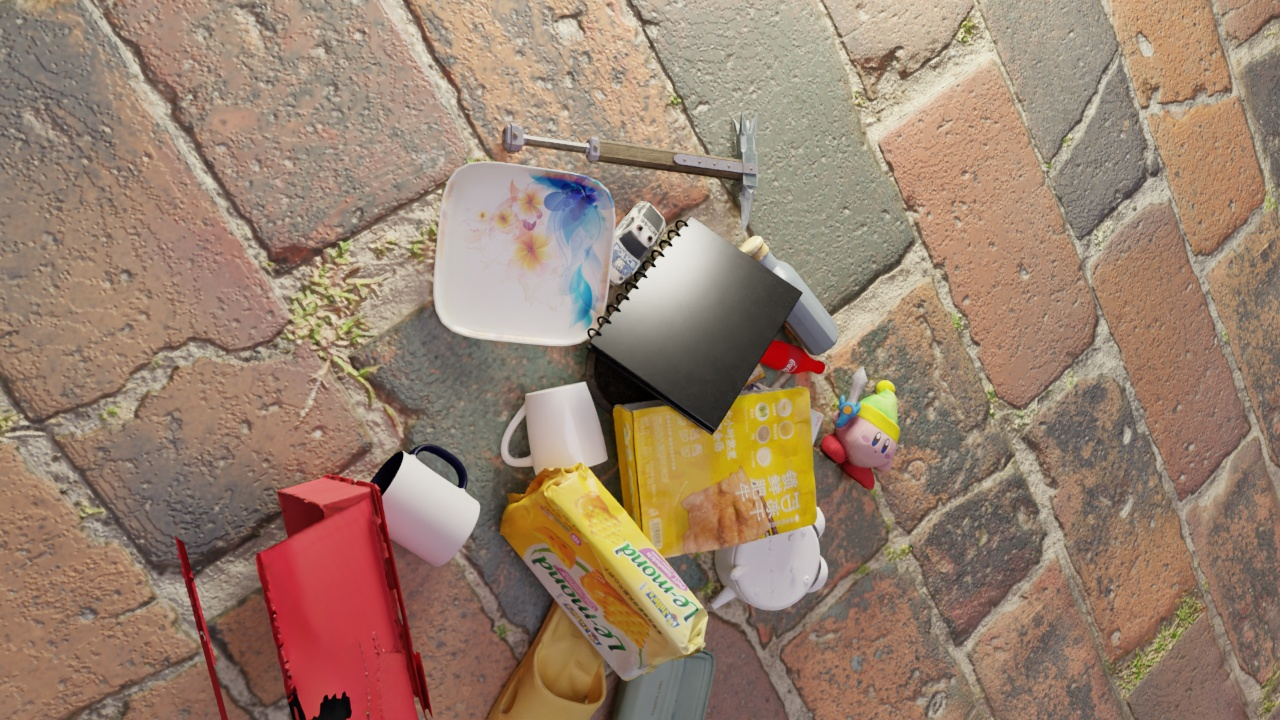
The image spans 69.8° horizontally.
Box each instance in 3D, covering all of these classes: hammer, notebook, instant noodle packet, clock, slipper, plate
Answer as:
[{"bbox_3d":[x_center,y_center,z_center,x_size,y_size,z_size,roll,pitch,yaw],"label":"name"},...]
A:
[{"bbox_3d":[-0.005,-0.229,1.047,0.316,0.028,0.147,2,83,-24],"label":"hammer"},{"bbox_3d":[0.063,-0.049,1.015,0.169,0.019,0.230,35,55,3],"label":"notebook"},{"bbox_3d":[0.090,0.119,1.013,0.221,0.084,0.163,-6,93,-16],"label":"instant noodle packet"},{"bbox_3d":[0.163,0.241,1.127,0.160,0.073,0.125,-6,95,-26],"label":"clock"},{"bbox_3d":[-0.083,0.353,1.011,0.099,0.078,0.263,30,81,-27],"label":"slipper"},{"bbox_3d":[-0.124,-0.112,0.983,0.186,0.016,0.187,5,97,-14],"label":"plate"}]

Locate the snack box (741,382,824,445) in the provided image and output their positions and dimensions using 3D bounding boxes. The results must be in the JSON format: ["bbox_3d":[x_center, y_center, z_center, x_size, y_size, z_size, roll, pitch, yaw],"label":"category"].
[{"bbox_3d":[0.154,0.078,1.143,0.150,0.026,0.082,25,81,-24],"label":"snack box"}]

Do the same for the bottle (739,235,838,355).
[{"bbox_3d":[0.179,-0.083,1.124,0.046,0.072,0.161,-35,111,19],"label":"bottle"}]

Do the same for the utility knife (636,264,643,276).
[{"bbox_3d":[-0.082,-0.134,1.026,0.209,0.015,0.031,20,86,-26],"label":"utility knife"}]

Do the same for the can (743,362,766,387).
[{"bbox_3d":[0.094,-0.010,1.074,0.067,0.068,0.105,-26,86,-23],"label":"can"}]

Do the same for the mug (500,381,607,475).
[{"bbox_3d":[-0.100,0.076,1.000,0.114,0.081,0.087,-12,91,6],"label":"mug"}]

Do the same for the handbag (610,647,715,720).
[{"bbox_3d":[0.024,0.385,1.071,0.106,0.067,0.121,16,85,-24],"label":"handbag"}]

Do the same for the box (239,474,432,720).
[{"bbox_3d":[-0.249,0.223,0.797,0.124,0.316,0.211,-11,98,-14],"label":"box"}]

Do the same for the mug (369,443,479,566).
[{"bbox_3d":[-0.221,0.139,0.943,0.097,0.079,0.111,39,47,-22],"label":"mug"}]

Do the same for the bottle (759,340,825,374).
[{"bbox_3d":[0.181,-0.004,1.147,0.119,0.036,0.036,15,85,-26],"label":"bottle"}]

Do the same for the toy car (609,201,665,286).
[{"bbox_3d":[-0.009,-0.133,1.040,0.048,0.041,0.112,44,61,-20],"label":"toy car"}]

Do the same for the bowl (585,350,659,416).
[{"bbox_3d":[-0.006,0.006,1.043,0.121,0.056,0.121,-2,98,-12],"label":"bowl"}]

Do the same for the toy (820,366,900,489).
[{"bbox_3d":[0.290,0.081,1.192,0.124,0.097,0.131,39,94,-16],"label":"toy"}]

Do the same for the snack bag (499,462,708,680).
[{"bbox_3d":[-0.040,0.213,0.945,0.068,0.160,0.247,-38,86,-34],"label":"snack bag"}]
